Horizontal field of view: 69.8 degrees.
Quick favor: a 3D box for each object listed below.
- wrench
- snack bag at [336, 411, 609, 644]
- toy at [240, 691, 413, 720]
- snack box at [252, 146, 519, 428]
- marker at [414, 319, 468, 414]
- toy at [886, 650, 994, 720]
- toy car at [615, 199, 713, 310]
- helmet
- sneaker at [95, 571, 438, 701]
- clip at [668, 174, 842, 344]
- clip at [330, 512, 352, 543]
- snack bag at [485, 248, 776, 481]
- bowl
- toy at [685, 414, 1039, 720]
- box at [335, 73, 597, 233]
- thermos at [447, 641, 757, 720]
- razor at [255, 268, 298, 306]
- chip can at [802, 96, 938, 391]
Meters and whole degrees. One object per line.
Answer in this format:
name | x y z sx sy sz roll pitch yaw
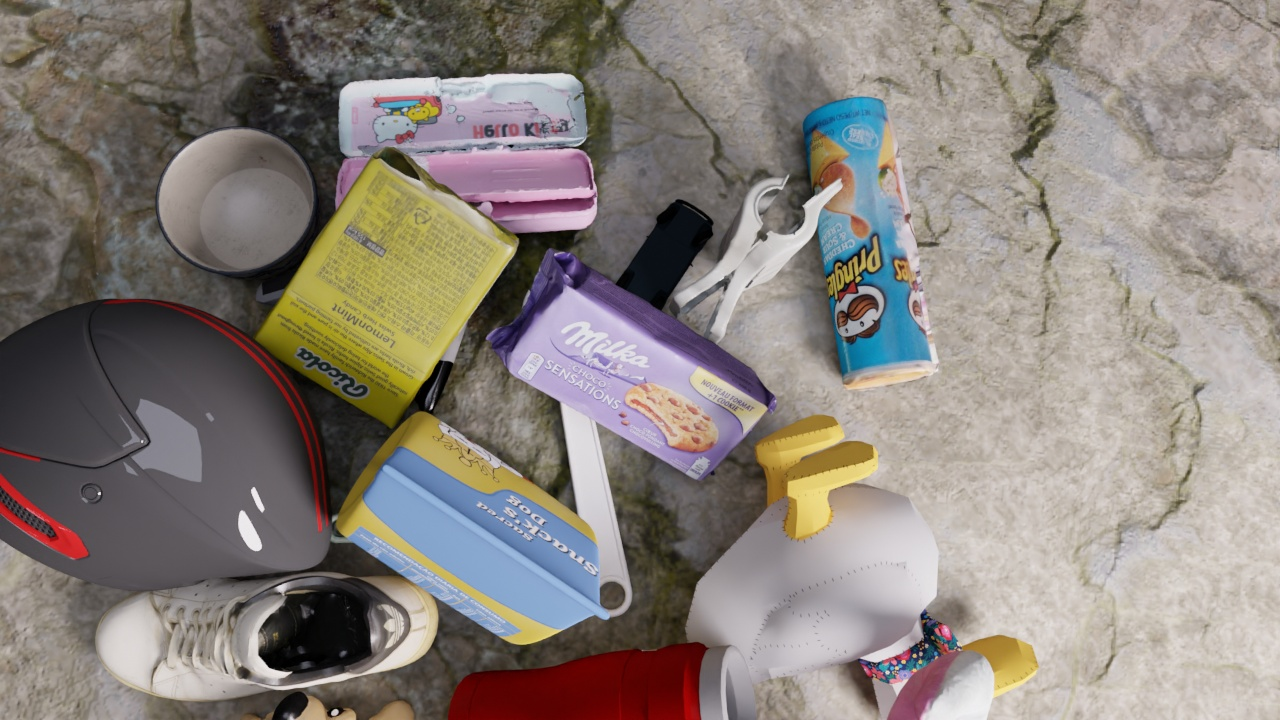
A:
wrench | -0.045 0.065 0.725 0.066 0.018 0.273 -10 83 -8
snack bag | -0.109 0.111 0.600 0.159 0.205 0.102 37 75 -11
toy | -0.238 0.281 0.636 0.108 0.134 0.106 -17 105 18
snack box | -0.182 -0.053 0.666 0.121 0.045 0.181 33 109 -15
marker | -0.152 -0.022 0.731 0.022 0.016 0.138 12 77 20
toy | 0.133 0.291 0.590 0.128 0.186 0.265 30 94 32
toy car | 0.016 -0.078 0.745 0.046 0.034 0.112 33 80 1
helmet | -0.318 0.050 0.616 0.264 0.164 0.170 40 97 -4
sneaker | -0.269 0.193 0.631 0.241 0.102 0.089 -6 82 2
clip | 0.077 -0.086 0.709 0.151 0.126 0.091 -39 84 -7
clip | -0.200 0.130 0.694 0.074 0.035 0.023 9 78 -10
snack bag | -0.004 0.004 0.687 0.205 0.058 0.097 32 124 -12
bowl | -0.302 -0.114 0.708 0.115 0.059 0.115 1 80 -5
toy | 0.153 0.179 0.670 0.246 0.141 0.267 -19 102 -3
box | -0.140 -0.164 0.741 0.201 0.045 0.154 -4 58 -7
thermos | -0.027 0.252 0.617 0.199 0.084 0.107 -12 46 19
razor | -0.218 -0.062 0.712 0.156 0.057 0.060 0 95 -3
chip can | 0.185 -0.093 0.746 0.080 0.080 0.229 -6 81 -7
